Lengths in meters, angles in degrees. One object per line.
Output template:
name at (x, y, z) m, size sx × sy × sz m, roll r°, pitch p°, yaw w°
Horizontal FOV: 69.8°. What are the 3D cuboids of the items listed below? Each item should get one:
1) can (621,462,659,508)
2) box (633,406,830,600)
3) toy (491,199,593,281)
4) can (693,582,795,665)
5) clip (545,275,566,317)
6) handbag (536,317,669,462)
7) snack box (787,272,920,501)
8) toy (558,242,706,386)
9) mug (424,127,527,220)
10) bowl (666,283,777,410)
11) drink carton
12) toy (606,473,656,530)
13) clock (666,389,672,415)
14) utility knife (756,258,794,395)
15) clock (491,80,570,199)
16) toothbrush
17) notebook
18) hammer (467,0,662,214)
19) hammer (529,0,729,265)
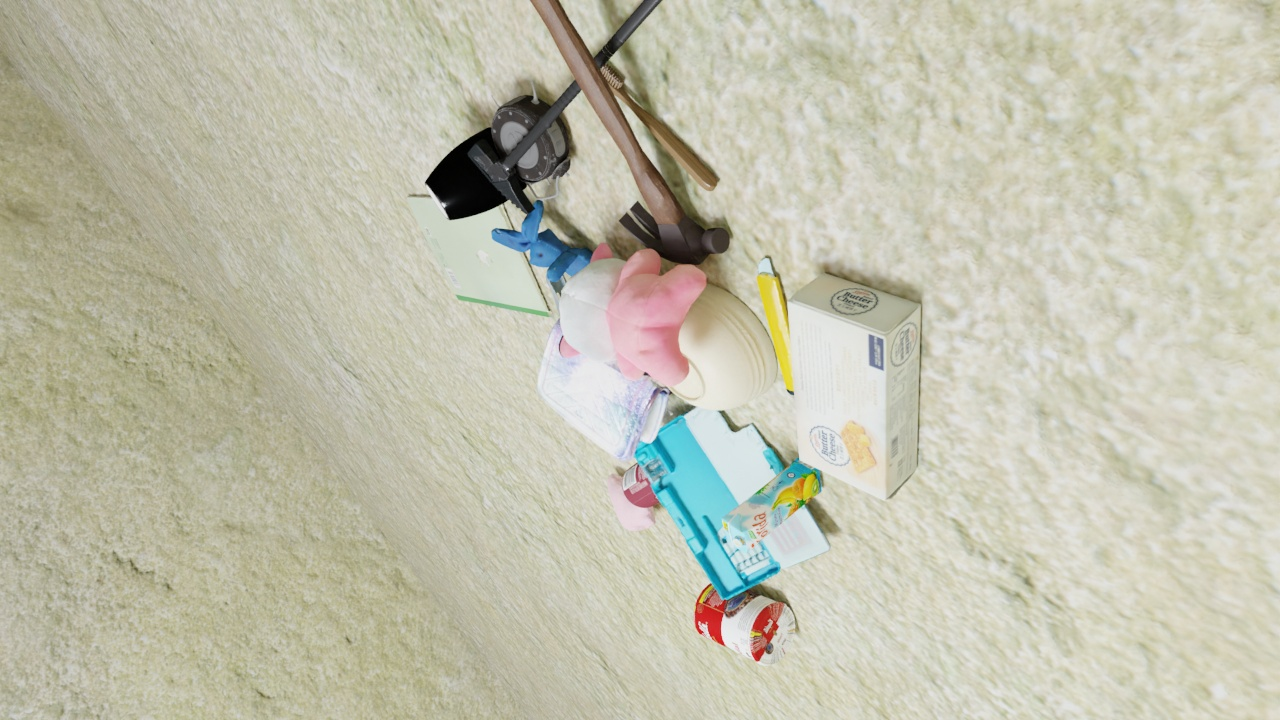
can at (0.021, 0.159, 1.250) m, size 0.063 × 0.063 × 0.114 m, roll 50°, pitch 150°, yaw 3°
box at (0.111, 0.162, 1.127) m, size 0.186 × 0.056 × 0.227 m, roll -35°, pitch 84°, yaw 33°
toy at (-0.096, -0.121, 1.089) m, size 0.176 × 0.071 × 0.113 m, roll 42°, pitch 161°, yaw 0°
can at (0.144, 0.365, 1.284) m, size 0.117 × 0.086 × 0.087 m, roll 8°, pitch 130°, yaw 51°
clip at (-0.069, -0.036, 1.195) m, size 0.108 × 0.027 × 0.163 m, roll 23°, pitch 140°, yaw 38°
handbag at (-0.041, 0.028, 1.095) m, size 0.158 × 0.069 × 0.127 m, roll 37°, pitch 135°, yaw 20°
snack box at (0.202, 0.027, 0.866) m, size 0.104 × 0.057 × 0.208 m, roll 25°, pitch 141°, yaw 38°
toy at (-0.019, -0.052, 0.970) m, size 0.213 × 0.084 × 0.142 m, roll 24°, pitch 107°, yaw 56°
mug at (-0.203, -0.215, 1.098) m, size 0.085 × 0.100 × 0.119 m, roll 58°, pitch 169°, yaw -13°
bowl at (0.066, -0.003, 1.001) m, size 0.151 × 0.075 × 0.151 m, roll 35°, pitch 146°, yaw 27°
drink carton at (0.146, 0.161, 1.016) m, size 0.038 × 0.128 × 0.044 m, roll 31°, pitch 145°, yaw 44°
toy at (-0.008, 0.218, 1.363) m, size 0.096 × 0.052 × 0.099 m, roll 9°, pitch 126°, yaw 59°
clock at (-0.007, 0.007, 1.136) m, size 0.137 × 0.048 × 0.096 m, roll 56°, pitch 150°, yaw -11°
utility knife at (0.143, -0.030, 0.925) m, size 0.030 × 0.017 × 0.163 m, roll 9°, pitch 131°, yaw 43°
clock at (-0.117, -0.242, 1.016) m, size 0.091 × 0.043 × 0.123 m, roll 0°, pitch 124°, yaw 46°
toothbrush at (0.015, -0.226, 0.885) m, size 0.167 × 0.016 × 0.016 m, roll 48°, pitch 143°, yaw 7°
notebook at (-0.235, -0.151, 1.313) m, size 0.253 × 0.010 × 0.182 m, roll 12°, pitch 133°, yaw 48°
hammer at (-0.070, -0.255, 0.913) m, size 0.095 × 0.015 × 0.326 m, roll 49°, pitch 140°, yaw -8°
hammer at (-0.022, -0.219, 0.867) m, size 0.115 × 0.033 × 0.323 m, roll 12°, pitch 144°, yaw 48°
